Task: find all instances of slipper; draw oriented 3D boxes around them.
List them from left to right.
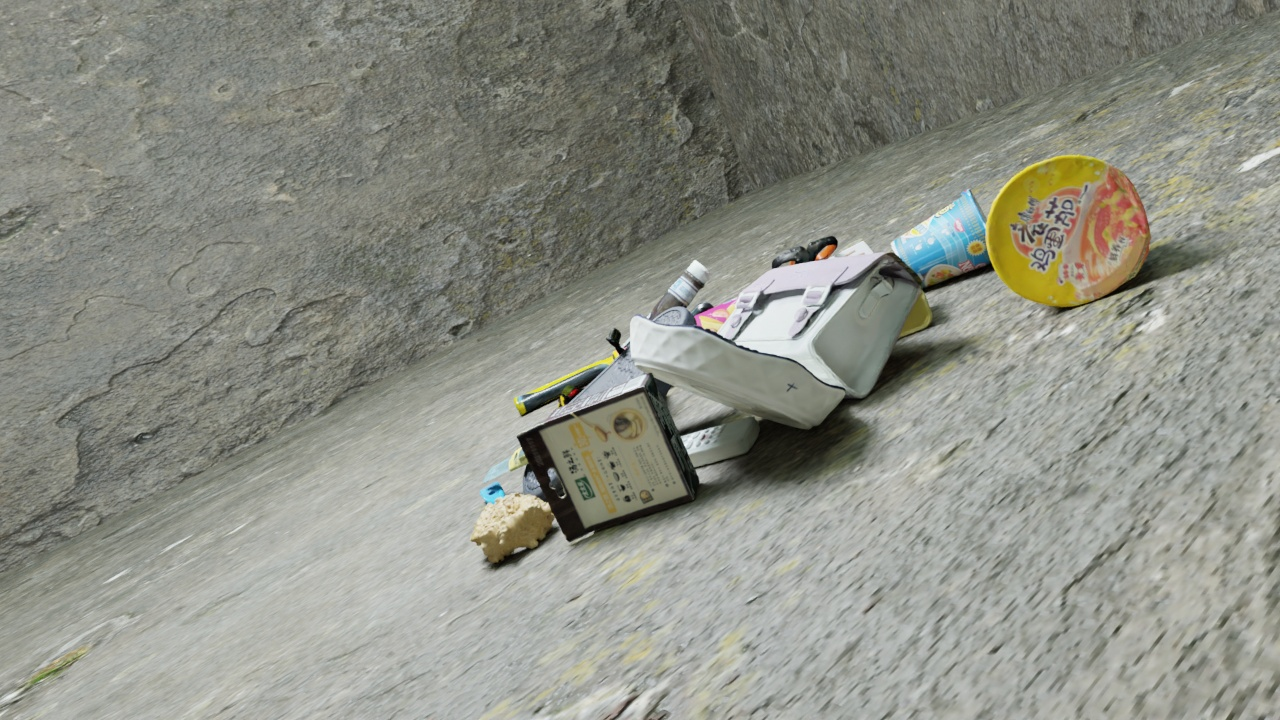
[{"bbox_3d":[-0.019,0.063,0.986,0.268,0.083,0.110,-48,21,4],"label":"slipper"}]

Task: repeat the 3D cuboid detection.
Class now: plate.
[{"bbox_3d":[0.080,0.014,0.836,0.045,0.204,0.205,-70,19,-4],"label":"plate"}]

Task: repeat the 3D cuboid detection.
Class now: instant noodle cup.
[{"bbox_3d":[0.374,-0.141,1.126,0.110,0.099,0.099,-28,8,25],"label":"instant noodle cup"},{"bbox_3d":[0.404,-0.125,0.892,0.138,0.138,0.109,-21,3,18],"label":"instant noodle cup"}]

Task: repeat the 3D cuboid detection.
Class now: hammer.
[{"bbox_3d":[-0.053,0.006,1.480,0.323,0.032,0.126,-26,10,-7],"label":"hammer"}]

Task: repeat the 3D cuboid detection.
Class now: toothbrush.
[{"bbox_3d":[-0.006,0.006,1.090,0.026,0.027,0.212,17,-14,20],"label":"toothbrush"}]

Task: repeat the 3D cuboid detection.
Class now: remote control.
[{"bbox_3d":[0.044,0.089,0.906,0.150,0.021,0.058,-18,12,25],"label":"remote control"}]

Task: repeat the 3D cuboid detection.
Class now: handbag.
[{"bbox_3d":[0.173,-0.040,0.947,0.144,0.098,0.197,-52,21,-17],"label":"handbag"}]

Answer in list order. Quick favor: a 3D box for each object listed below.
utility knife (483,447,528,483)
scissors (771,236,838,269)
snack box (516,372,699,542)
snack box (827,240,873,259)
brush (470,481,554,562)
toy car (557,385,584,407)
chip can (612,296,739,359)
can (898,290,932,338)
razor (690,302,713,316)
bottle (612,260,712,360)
[{"bbox_3d":[-0.120,0.103,1.003,0.211,0.022,0.030,-36,32,51],"label":"utility knife"},{"bbox_3d":[0.238,-0.122,1.298,0.142,0.021,0.234,-27,-15,19],"label":"scissors"},{"bbox_3d":[-0.027,0.087,0.821,0.126,0.113,0.053,-20,11,18],"label":"snack box"},{"bbox_3d":[0.244,-0.102,1.269,0.156,0.027,0.085,-28,-21,-13],"label":"snack box"},{"bbox_3d":[-0.144,0.157,0.962,0.083,0.046,0.255,-31,8,-12],"label":"brush"},{"bbox_3d":[-0.043,0.056,1.110,0.071,0.041,0.155,23,15,20],"label":"toy car"},{"bbox_3d":[0.072,-0.022,1.241,0.210,0.071,0.071,-24,11,-2],"label":"chip can"},{"bbox_3d":[0.268,-0.056,1.026,0.102,0.057,0.083,-22,14,14],"label":"can"},{"bbox_3d":[0.056,-0.024,1.339,0.068,0.062,0.167,9,37,38],"label":"razor"},{"bbox_3d":[0.034,-0.066,1.389,0.195,0.044,0.080,-51,6,4],"label":"bottle"}]
